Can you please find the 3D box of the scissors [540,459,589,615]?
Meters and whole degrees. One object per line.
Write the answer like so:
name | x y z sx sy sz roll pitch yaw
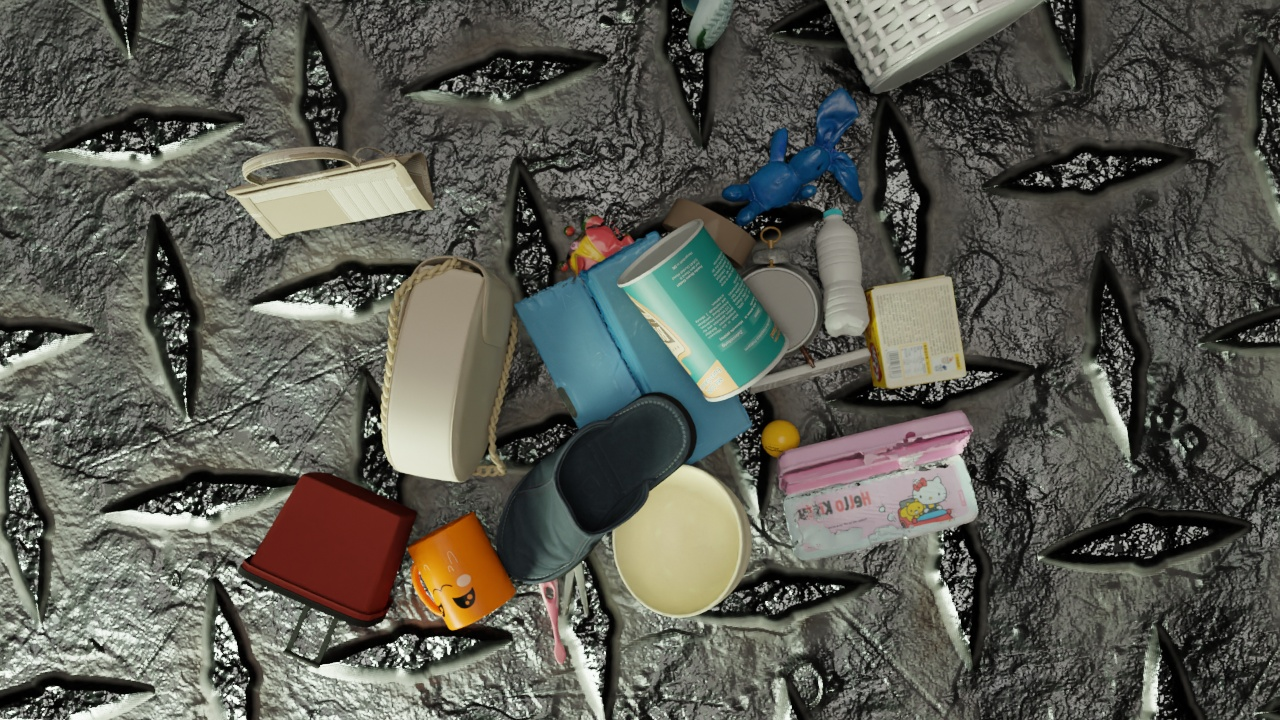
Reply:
scissors | -0.082 0.190 0.988 0.131 0.014 0.153 29 88 0

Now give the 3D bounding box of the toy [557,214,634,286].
toy | -0.035 -0.106 0.969 0.103 0.046 0.084 11 77 -4

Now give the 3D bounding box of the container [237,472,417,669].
container | -0.328 0.229 0.944 0.148 0.127 0.200 23 85 1

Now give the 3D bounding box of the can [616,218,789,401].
can | 0.060 -0.047 0.878 0.099 0.099 0.144 -38 104 1

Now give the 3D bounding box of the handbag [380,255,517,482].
handbag | -0.175 0.012 0.889 0.103 0.210 0.208 10 88 1

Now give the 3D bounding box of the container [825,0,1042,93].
container | 0.266 -0.388 0.885 0.189 0.189 0.187 -27 91 1

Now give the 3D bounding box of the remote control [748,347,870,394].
remote control | 0.177 0.011 0.970 0.131 0.033 0.012 -16 75 1

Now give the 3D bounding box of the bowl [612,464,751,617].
bowl | 0.053 0.184 0.942 0.151 0.075 0.150 -7 78 32

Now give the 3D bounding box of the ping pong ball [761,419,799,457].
ping pong ball | 0.148 0.083 0.967 0.040 0.040 0.040 0 91 1

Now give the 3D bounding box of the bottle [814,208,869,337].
bottle | 0.207 -0.093 0.951 0.044 0.044 0.136 -4 71 1

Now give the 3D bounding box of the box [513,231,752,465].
box | -0.005 0.008 0.943 0.175 0.060 0.232 -27 103 2

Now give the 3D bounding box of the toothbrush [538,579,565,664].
toothbrush | -0.097 0.259 0.989 0.021 0.016 0.135 -11 88 1

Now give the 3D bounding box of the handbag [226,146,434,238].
handbag | -0.315 -0.176 0.895 0.175 0.198 0.062 -10 90 1

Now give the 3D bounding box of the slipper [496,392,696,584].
slipper | -0.063 0.133 0.920 0.266 0.083 0.109 -41 79 20

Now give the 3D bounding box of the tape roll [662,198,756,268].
tape roll | 0.070 -0.129 0.940 0.094 0.093 0.030 29 91 1

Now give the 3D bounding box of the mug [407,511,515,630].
mug | -0.199 0.226 0.967 0.113 0.077 0.096 -28 90 32

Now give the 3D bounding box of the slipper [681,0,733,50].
slipper | 0.066 -0.435 0.935 0.074 0.104 0.245 6 85 3

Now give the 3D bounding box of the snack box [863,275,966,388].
snack box | 0.280 -0.029 0.952 0.083 0.061 0.105 -9 90 2

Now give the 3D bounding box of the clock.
clock | 0.138 -0.065 0.957 0.104 0.056 0.148 -2 95 10

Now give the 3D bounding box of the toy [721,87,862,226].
toy | 0.164 -0.190 0.951 0.176 0.071 0.113 -33 92 -9

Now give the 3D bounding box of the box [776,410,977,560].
box | 0.248 0.134 0.949 0.201 0.111 0.101 -13 65 1
